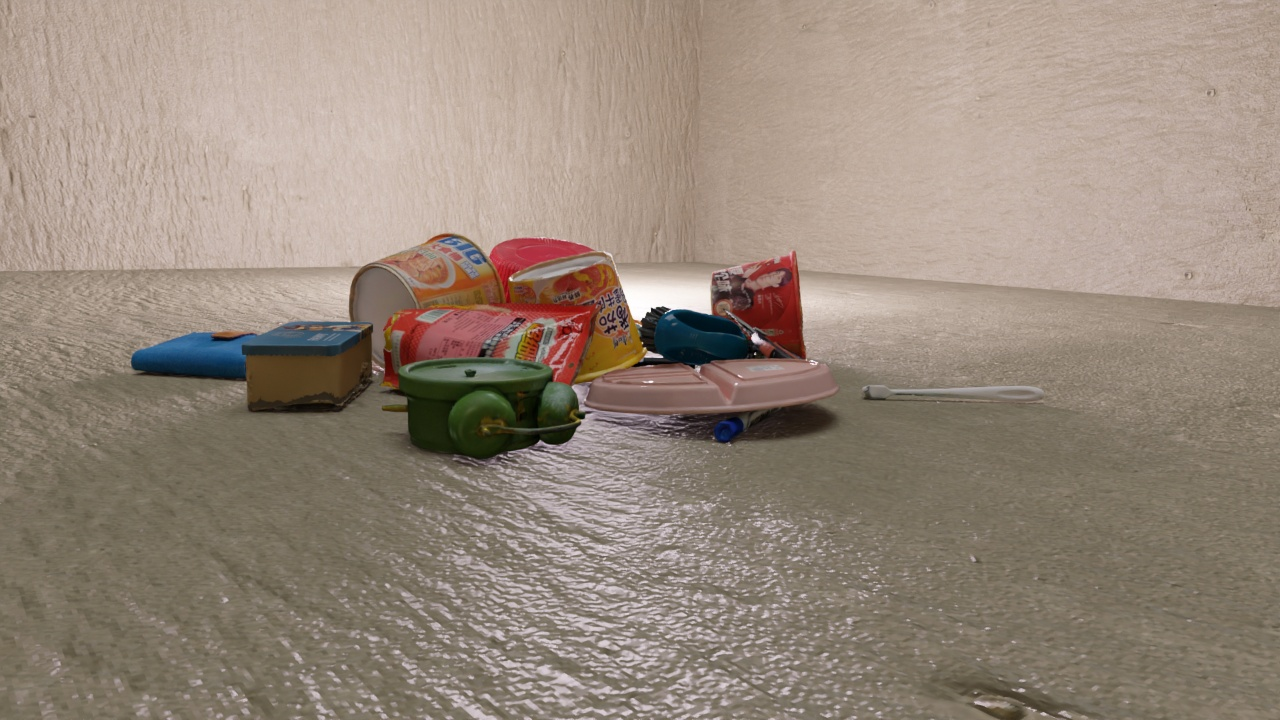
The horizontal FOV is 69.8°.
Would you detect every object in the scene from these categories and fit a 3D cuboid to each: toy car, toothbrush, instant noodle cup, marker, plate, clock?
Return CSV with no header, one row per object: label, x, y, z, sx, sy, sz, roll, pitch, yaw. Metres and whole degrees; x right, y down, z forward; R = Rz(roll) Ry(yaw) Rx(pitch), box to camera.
toy car,0.121,-0.004,1.053,0.049,0.031,0.105,8,16,16
toothbrush,0.310,0.032,0.910,0.180,0.016,0.016,1,3,0
instant noodle cup,-0.070,-0.045,0.939,0.138,0.110,0.138,-13,16,4
marker,-0.006,0.006,1.008,0.132,0.022,0.020,1,16,4
marker,0.095,0.047,0.777,0.017,0.017,0.145,6,10,24
instant noodle cup,-0.112,-0.099,1.098,0.194,0.066,0.193,7,25,-3
plate,0.062,0.020,0.829,0.229,0.028,0.229,-3,4,0
instant noodle cup,-0.239,-0.057,1.009,0.152,0.151,0.111,8,19,35
clock,-0.113,0.035,0.691,0.161,0.056,0.115,10,13,44
instant noodle cup,0.148,-0.066,1.158,0.109,0.138,0.137,-5,8,11

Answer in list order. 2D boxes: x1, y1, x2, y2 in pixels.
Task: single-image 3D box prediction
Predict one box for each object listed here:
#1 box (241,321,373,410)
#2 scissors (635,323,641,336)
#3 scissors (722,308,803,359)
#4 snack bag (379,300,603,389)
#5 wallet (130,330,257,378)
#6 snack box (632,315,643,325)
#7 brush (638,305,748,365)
box,-0.305,0.002,0.852,0.089,0.063,0.184,-1,7,-8
scissors,-0.082,-0.047,1.093,0.174,0.019,0.170,0,27,-13
scissors,0.147,-0.015,1.010,0.182,0.015,0.209,32,10,10
snack bag,-0.143,-0.009,0.859,0.208,0.073,0.128,5,52,28
wallet,-0.449,-0.007,0.978,0.133,0.040,0.106,4,14,10
snack box,0.027,-0.040,1.230,0.156,0.027,0.077,11,7,25
brush,0.065,-0.021,0.948,0.074,0.055,0.143,17,5,39
